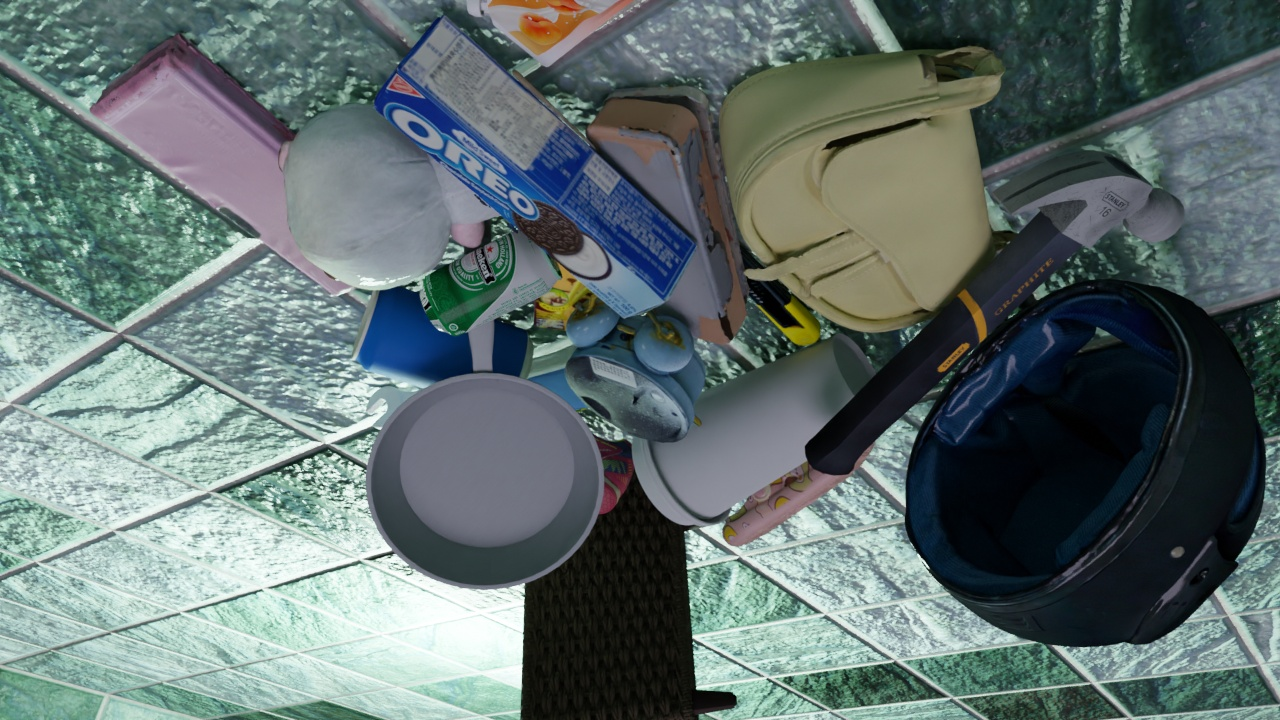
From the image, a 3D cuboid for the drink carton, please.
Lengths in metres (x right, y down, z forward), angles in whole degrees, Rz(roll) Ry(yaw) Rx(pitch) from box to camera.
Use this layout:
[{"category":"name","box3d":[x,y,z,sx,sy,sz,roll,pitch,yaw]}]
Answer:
[{"category":"drink carton","box3d":[-0.044,-0.222,0.541,0.069,0.038,0.122,31,143,-34]}]

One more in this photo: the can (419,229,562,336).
[{"category":"can","box3d":[-0.113,-0.059,0.692,0.101,0.053,0.053,-26,140,4]}]

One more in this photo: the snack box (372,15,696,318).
[{"category":"snack box","box3d":[-0.065,-0.121,0.610,0.226,0.059,0.059,40,153,-21]}]

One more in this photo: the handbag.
[{"category":"handbag","box3d":[0.165,-0.104,0.634,0.191,0.088,0.233,-17,141,18]}]

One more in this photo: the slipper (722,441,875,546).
[{"category":"slipper","box3d":[0.154,0.117,0.960,0.198,0.081,0.093,-42,160,21]}]

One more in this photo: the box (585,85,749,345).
[{"category":"box","box3d":[0.027,-0.098,0.674,0.081,0.062,0.216,13,147,26]}]

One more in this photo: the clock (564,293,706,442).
[{"category":"clock","box3d":[-0.004,0.004,0.760,0.118,0.059,0.162,19,149,23]}]

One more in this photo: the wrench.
[{"category":"wrench","box3d":[-0.159,0.022,0.895,0.274,0.047,0.009,-15,149,23]}]

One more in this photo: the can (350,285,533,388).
[{"category":"can","box3d":[-0.174,-0.011,0.816,0.146,0.078,0.079,19,143,-20]}]

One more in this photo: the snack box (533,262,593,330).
[{"category":"snack box","box3d":[-0.056,-0.076,0.754,0.061,0.025,0.149,7,145,-4]}]

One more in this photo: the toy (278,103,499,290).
[{"category":"toy","box3d":[-0.163,-0.120,0.651,0.179,0.101,0.139,-19,129,-7]}]

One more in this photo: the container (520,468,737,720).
[{"category":"container","box3d":[-0.010,0.268,1.003,0.205,0.320,0.177,-6,145,4]}]

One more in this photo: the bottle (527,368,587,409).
[{"category":"bottle","box3d":[-0.042,0.018,0.869,0.131,0.048,0.048,-12,142,23]}]

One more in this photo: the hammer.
[{"category":"hammer","box3d":[0.237,-0.019,0.678,0.139,0.035,0.313,16,127,-33]}]

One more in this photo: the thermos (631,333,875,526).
[{"category":"thermos","box3d":[0.110,0.062,0.859,0.222,0.131,0.131,-32,132,31]}]

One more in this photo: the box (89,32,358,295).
[{"category":"box","box3d":[-0.280,-0.135,0.692,0.098,0.037,0.233,-21,138,25]}]

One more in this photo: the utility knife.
[{"category":"utility knife","box3d":[0.083,-0.074,0.748,0.029,0.020,0.213,-23,134,34]}]

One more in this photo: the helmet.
[{"category":"helmet","box3d":[0.385,0.089,0.767,0.235,0.249,0.317,9,122,-30]}]

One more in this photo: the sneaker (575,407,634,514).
[{"category":"sneaker","box3d":[-0.121,0.080,0.955,0.242,0.090,0.116,21,141,11]}]

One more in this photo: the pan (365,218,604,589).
[{"category":"pan","box3d":[-0.131,0.029,0.770,0.200,0.050,0.357,-1,107,-7]}]
